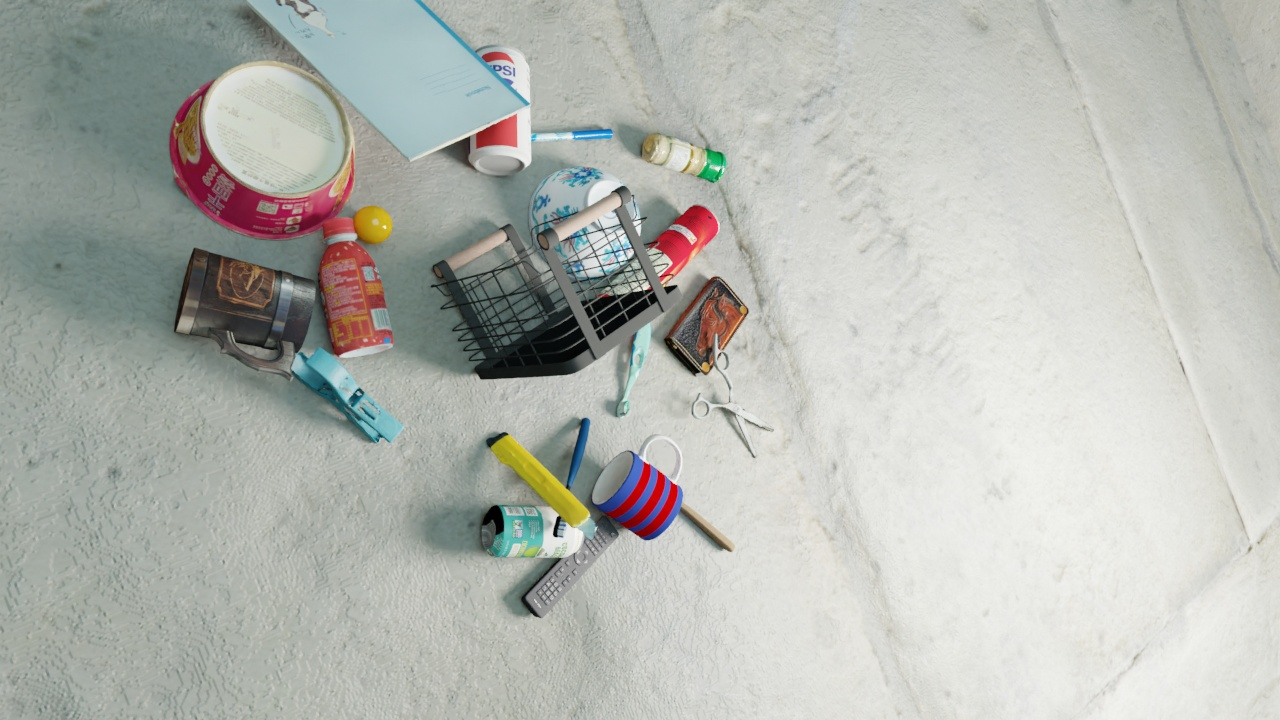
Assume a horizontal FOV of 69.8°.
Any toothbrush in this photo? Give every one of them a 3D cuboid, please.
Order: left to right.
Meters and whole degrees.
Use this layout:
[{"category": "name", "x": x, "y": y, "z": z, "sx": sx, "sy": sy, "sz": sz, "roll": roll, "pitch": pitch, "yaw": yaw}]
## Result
[{"category": "toothbrush", "x": -0.074, "y": 0.125, "z": 1.009, "sx": 0.014, "sy": 0.014, "sz": 0.167, "roll": 7, "pitch": 44, "yaw": 5}, {"category": "toothbrush", "x": -0.007, "y": 0.006, "z": 1.112, "sx": 0.022, "sy": 0.017, "sz": 0.135, "roll": 24, "pitch": 68, "yaw": -25}, {"category": "toothbrush", "x": 0.056, "y": 0.180, "z": 1.113, "sx": 0.167, "sy": 0.016, "sz": 0.016, "roll": 42, "pitch": 62, "yaw": -16}]

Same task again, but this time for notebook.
[{"category": "notebook", "x": -0.262, "y": -0.324, "z": 0.965, "sx": 0.253, "sy": 0.009, "sz": 0.180, "roll": 44, "pitch": 49, "yaw": 7}]

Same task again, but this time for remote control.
[{"category": "remote control", "x": -0.077, "y": 0.228, "z": 1.022, "sx": 0.136, "sy": 0.015, "sz": 0.032, "roll": -43, "pitch": 102, "yaw": -33}]

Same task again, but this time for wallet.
[{"category": "wallet", "x": 0.086, "y": -0.044, "z": 1.178, "sx": 0.072, "sy": 0.019, "sz": 0.122, "roll": 47, "pitch": 60, "yaw": -19}]

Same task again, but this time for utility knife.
[{"category": "utility knife", "x": -0.104, "y": 0.132, "z": 0.975, "sx": 0.030, "sy": 0.017, "sz": 0.165, "roll": -38, "pitch": 60, "yaw": -25}]

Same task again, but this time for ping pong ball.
[{"category": "ping pong ball", "x": -0.281, "y": -0.142, "z": 0.962, "sx": 0.040, "sy": 0.040, "sz": 0.040, "roll": 7, "pitch": 76, "yaw": -30}]

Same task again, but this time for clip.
[{"category": "clip", "x": -0.306, "y": 0.033, "z": 0.919, "sx": 0.031, "sy": 0.121, "sz": 0.130, "roll": -58, "pitch": 141, "yaw": -30}]

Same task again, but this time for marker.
[{"category": "marker", "x": -0.096, "y": -0.275, "z": 1.121, "sx": 0.141, "sy": 0.013, "sz": 0.013, "roll": -12, "pitch": 86, "yaw": -33}]

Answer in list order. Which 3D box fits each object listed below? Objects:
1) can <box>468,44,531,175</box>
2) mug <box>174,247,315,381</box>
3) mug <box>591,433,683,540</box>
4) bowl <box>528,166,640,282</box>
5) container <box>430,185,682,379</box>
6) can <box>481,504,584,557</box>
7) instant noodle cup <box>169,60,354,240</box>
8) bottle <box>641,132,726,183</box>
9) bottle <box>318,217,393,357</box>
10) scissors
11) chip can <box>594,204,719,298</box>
[{"category": "can", "x": -0.161, "y": -0.285, "z": 1.048, "sx": 0.070, "sy": 0.070, "sz": 0.132, "roll": 4, "pitch": 77, "yaw": -31}, {"category": "mug", "x": -0.369, "y": -0.039, "z": 0.854, "sx": 0.107, "sy": 0.080, "sz": 0.115, "roll": 14, "pitch": 50, "yaw": -30}, {"category": "mug", "x": 0.007, "y": 0.139, "z": 1.047, "sx": 0.076, "sy": 0.075, "sz": 0.112, "roll": 38, "pitch": 87, "yaw": -19}, {"category": "bowl", "x": -0.052, "y": -0.171, "z": 1.088, "sx": 0.143, "sy": 0.074, "sz": 0.143, "roll": 7, "pitch": 76, "yaw": -30}, {"category": "container", "x": -0.094, "y": -0.079, "z": 0.951, "sx": 0.162, "sy": 0.242, "sz": 0.130, "roll": -36, "pitch": 109, "yaw": -32}, {"category": "can", "x": -0.115, "y": 0.184, "z": 0.984, "sx": 0.101, "sy": 0.055, "sz": 0.055, "roll": 8, "pitch": 75, "yaw": -30}, {"category": "instant noodle cup", "x": -0.362, "y": -0.215, "z": 0.906, "sx": 0.178, "sy": 0.078, "sz": 0.178, "roll": 7, "pitch": 76, "yaw": -30}, {"category": "bottle", "x": 0.057, "y": -0.264, "z": 1.195, "sx": 0.111, "sy": 0.043, "sz": 0.043, "roll": 10, "pitch": 74, "yaw": -29}, {"category": "bottle", "x": -0.293, "y": -0.075, "z": 0.928, "sx": 0.061, "sy": 0.062, "sz": 0.137, "roll": -10, "pitch": 85, "yaw": -33}, {"category": "scissors", "x": 0.120, "y": 0.046, "z": 1.172, "sx": 0.141, "sy": 0.014, "sz": 0.161, "roll": 5, "pitch": 84, "yaw": -37}, {"category": "chip can", "x": 0.019, "y": -0.115, "z": 1.133, "sx": 0.052, "sy": 0.052, "sz": 0.214, "roll": 51, "pitch": 59, "yaw": -12}]
